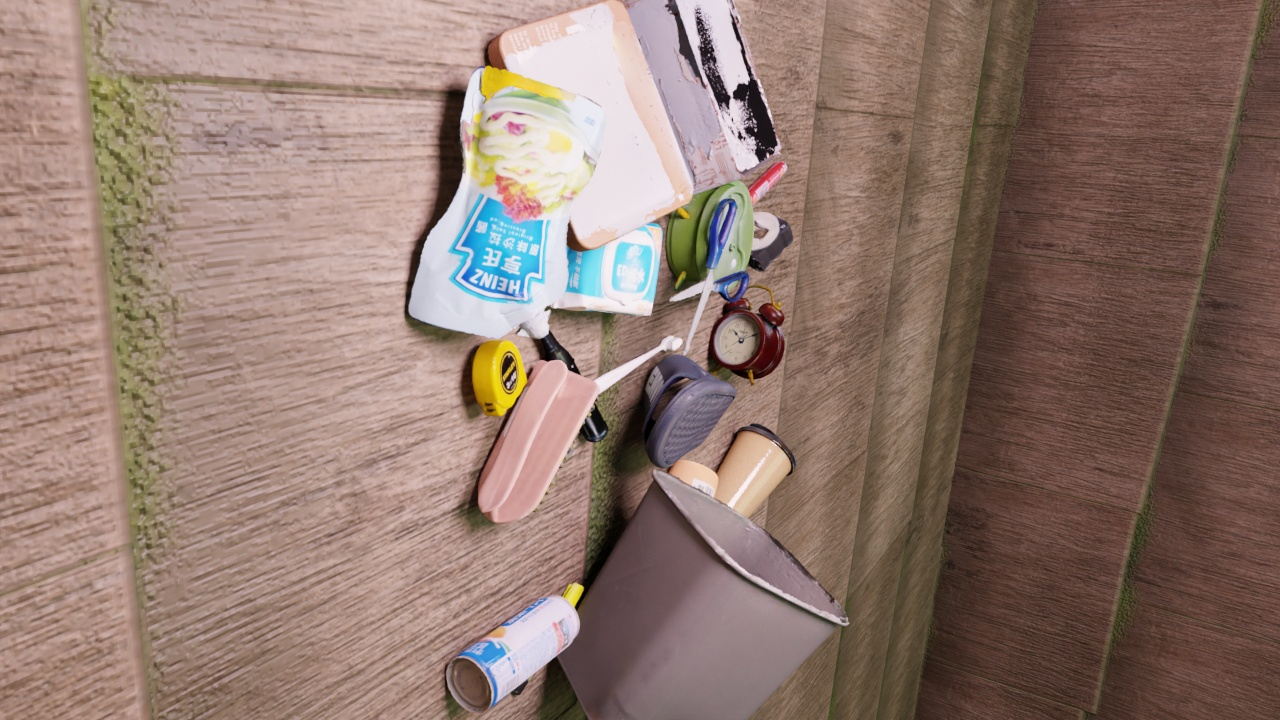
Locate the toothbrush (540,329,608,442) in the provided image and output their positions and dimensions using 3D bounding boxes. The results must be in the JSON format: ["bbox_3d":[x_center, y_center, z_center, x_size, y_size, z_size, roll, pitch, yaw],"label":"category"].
[{"bbox_3d":[-0.071,0.003,0.839,0.213,0.027,0.026,68,23,-46],"label":"toothbrush"}]

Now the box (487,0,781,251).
[{"bbox_3d":[0.010,-0.217,0.777,0.271,0.107,0.178,-35,108,-44],"label":"box"}]

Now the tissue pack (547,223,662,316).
[{"bbox_3d":[-0.031,-0.088,0.834,0.139,0.063,0.090,-1,101,-60],"label":"tissue pack"}]

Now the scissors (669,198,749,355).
[{"bbox_3d":[0.077,-0.086,0.960,0.162,0.012,0.176,13,91,-61],"label":"scissors"}]

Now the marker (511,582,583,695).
[{"bbox_3d":[-0.094,0.280,0.926,0.123,0.015,0.018,-58,145,-25],"label":"marker"}]

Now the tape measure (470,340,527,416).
[{"bbox_3d":[-0.120,0.012,0.755,0.059,0.029,0.057,-65,150,-54],"label":"tape measure"}]

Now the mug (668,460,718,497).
[{"bbox_3d":[0.046,0.183,1.072,0.122,0.078,0.078,-68,150,-25],"label":"mug"}]

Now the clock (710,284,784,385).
[{"bbox_3d":[0.133,-0.033,1.128,0.055,0.082,0.122,17,89,-55],"label":"clock"}]

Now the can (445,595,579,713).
[{"bbox_3d":[-0.113,0.266,0.843,0.134,0.053,0.053,-22,120,-56],"label":"can"}]

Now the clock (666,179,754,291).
[{"bbox_3d":[0.085,-0.142,1.024,0.160,0.056,0.116,-32,128,-52],"label":"clock"}]

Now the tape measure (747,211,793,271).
[{"bbox_3d":[0.142,-0.146,1.110,0.065,0.066,0.033,-47,141,-13],"label":"tape measure"}]

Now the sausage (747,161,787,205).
[{"bbox_3d":[0.148,-0.214,1.143,0.155,0.020,0.020,-46,139,-42],"label":"sausage"}]

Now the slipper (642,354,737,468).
[{"bbox_3d":[0.040,0.050,1.012,0.111,0.083,0.268,-54,168,7],"label":"slipper"}]

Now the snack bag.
[{"bbox_3d":[-0.096,-0.109,0.677,0.110,0.039,0.191,13,96,-29],"label":"snack bag"}]

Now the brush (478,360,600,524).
[{"bbox_3d":[-0.094,0.072,0.787,0.145,0.063,0.073,-63,161,-15],"label":"brush"}]

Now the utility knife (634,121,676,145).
[{"bbox_3d":[0.028,-0.242,0.924,0.154,0.015,0.033,-48,143,-41],"label":"utility knife"}]

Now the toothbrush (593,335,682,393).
[{"bbox_3d":[-0.006,0.006,0.965,0.179,0.016,0.016,-31,121,-52],"label":"toothbrush"}]

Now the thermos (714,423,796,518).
[{"bbox_3d":[0.139,0.156,1.215,0.143,0.093,0.093,-50,142,-26],"label":"thermos"}]

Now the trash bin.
[{"bbox_3d":[0.050,0.266,0.924,0.198,0.199,0.220,31,97,-33],"label":"trash bin"}]
